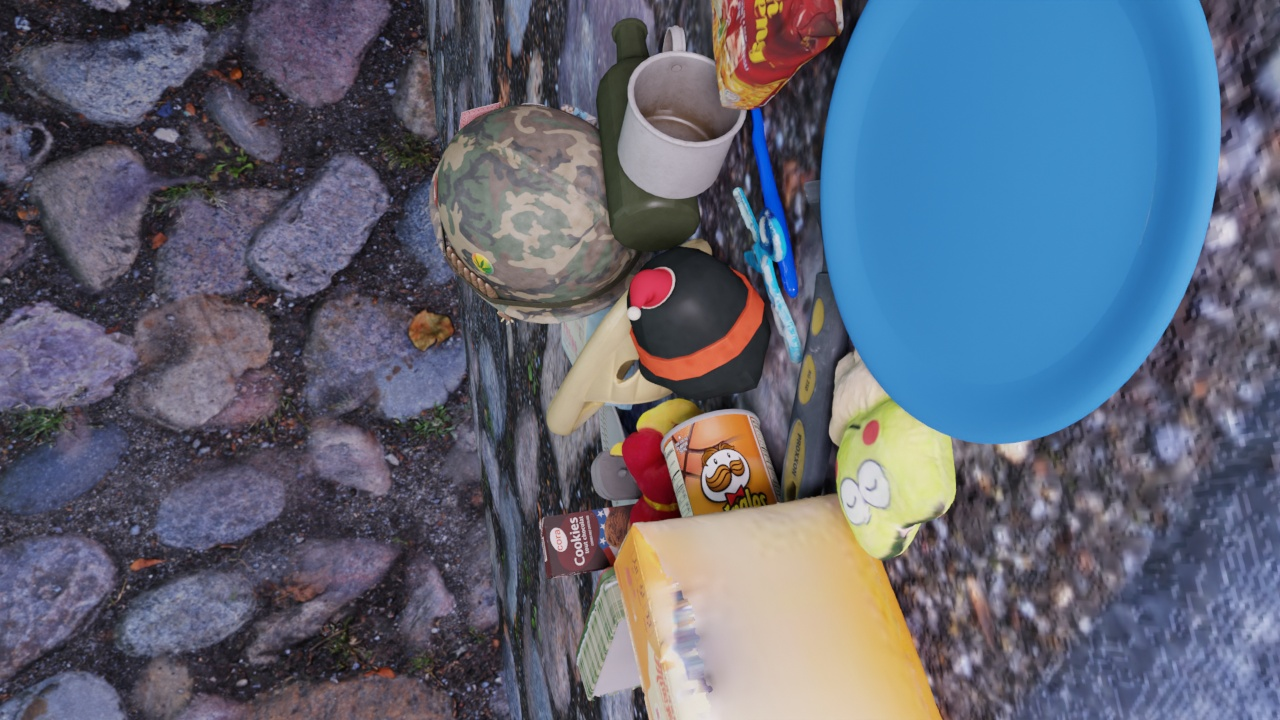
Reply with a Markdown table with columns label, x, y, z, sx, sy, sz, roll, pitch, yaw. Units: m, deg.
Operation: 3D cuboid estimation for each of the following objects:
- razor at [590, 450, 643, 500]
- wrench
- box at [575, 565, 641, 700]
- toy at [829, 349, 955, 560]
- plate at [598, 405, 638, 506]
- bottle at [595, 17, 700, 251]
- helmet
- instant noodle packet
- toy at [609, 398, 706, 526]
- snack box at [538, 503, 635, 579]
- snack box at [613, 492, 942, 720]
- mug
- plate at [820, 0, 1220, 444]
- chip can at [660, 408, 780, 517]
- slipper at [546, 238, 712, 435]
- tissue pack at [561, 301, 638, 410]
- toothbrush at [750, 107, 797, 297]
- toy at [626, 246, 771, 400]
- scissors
| label | x | y | z | sx | sy | sz | roll | pitch | yaw |
| --- | --- | --- | --- | --- | --- | --- | --- | --- | --- |
| razor | 0.023 | 0.088 | 0.818 | 0.116 | 0.088 | 0.047 | -36 | 59 | 49 |
| wrench | 0.112 | -0.016 | 0.542 | 0.073 | 0.022 | 0.274 | -131 | 39 | -53 |
| box | 0.011 | 0.235 | 0.813 | 0.206 | 0.117 | 0.050 | 103 | 150 | -52 |
| toy | 0.126 | 0.040 | 0.477 | 0.092 | 0.046 | 0.115 | 108 | 159 | -56 |
| plate | -0.010 | 0.150 | 0.982 | 0.243 | 0.016 | 0.242 | 168 | 91 | -81 |
| bottle | 0.001 | -0.193 | 0.752 | 0.072 | 0.071 | 0.206 | 116 | 150 | -61 |
| helmet | -0.094 | -0.138 | 0.861 | 0.192 | 0.224 | 0.236 | -59 | -24 | -10 |
| instant noodle packet | 0.079 | -0.216 | 0.555 | 0.135 | 0.039 | 0.098 | 166 | 105 | -74 |
| toy | 0.022 | 0.094 | 0.753 | 0.105 | 0.067 | 0.137 | 24 | 118 | 20 |
| snack box | -0.017 | 0.158 | 0.825 | 0.032 | 0.140 | 0.051 | 128 | 134 | -67 |
| snack box | 0.079 | 0.177 | 0.505 | 0.081 | 0.145 | 0.195 | 109 | 150 | -56 |
| mug | 0.026 | -0.182 | 0.669 | 0.071 | 0.084 | 0.113 | 112 | 155 | -62 |
| plate | 0.146 | -0.078 | 0.387 | 0.225 | 0.024 | 0.224 | 175 | 90 | -70 |
| chip can | 0.076 | 0.144 | 0.624 | 0.075 | 0.075 | 0.214 | 110 | 150 | -56 |
| slipper | -0.005 | 0.005 | 0.787 | 0.079 | 0.111 | 0.262 | 47 | 139 | 7 |
| tissue pack | -0.040 | -0.038 | 0.963 | 0.181 | 0.070 | 0.112 | -122 | 30 | -60 |
| toothbrush | 0.080 | -0.127 | 0.613 | 0.016 | 0.018 | 0.182 | 92 | 168 | -76 |
| toy | 0.035 | -0.031 | 0.630 | 0.100 | 0.097 | 0.119 | 40 | 168 | 52 |
| scissors | 0.081 | -0.068 | 0.596 | 0.134 | 0.012 | 0.134 | 73 | -178 | -62 |
